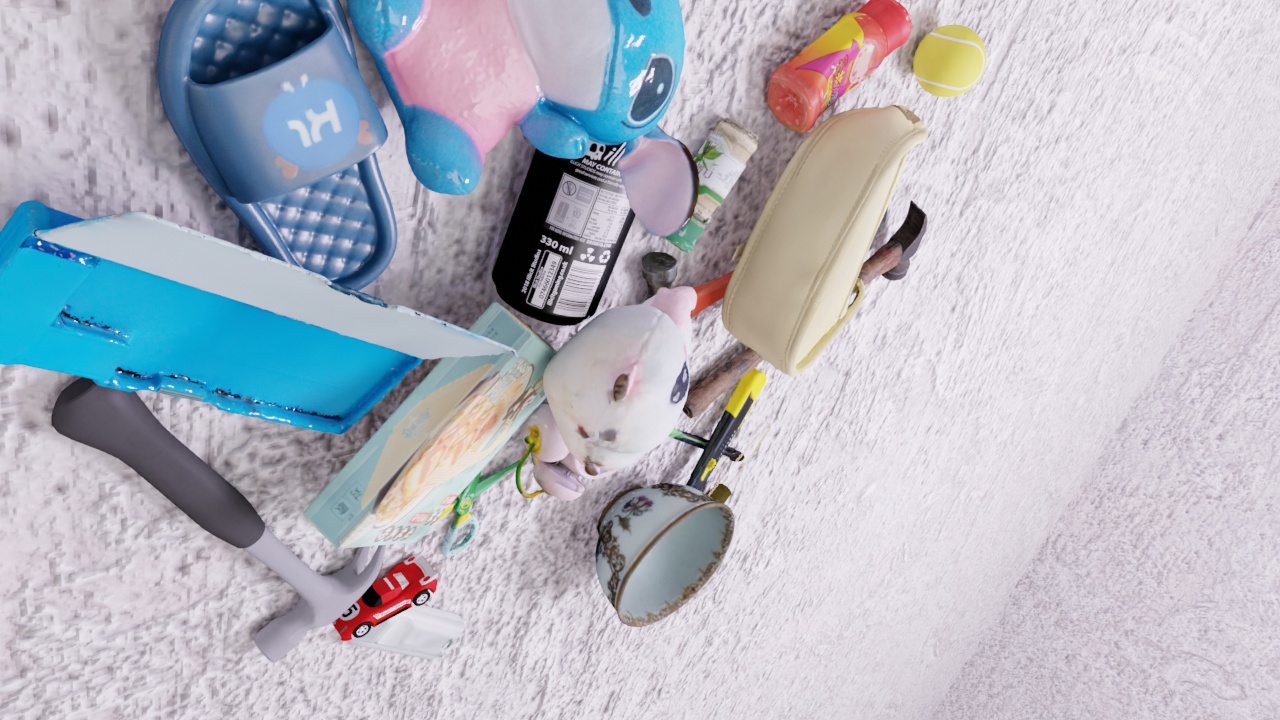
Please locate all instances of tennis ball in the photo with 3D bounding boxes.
[{"bbox_3d":[0.291,-0.281,0.862,0.065,0.065,0.065,-29,140,-28],"label":"tennis ball"}]

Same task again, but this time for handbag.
[{"bbox_3d":[0.168,-0.114,0.829,0.190,0.088,0.233,-29,143,-48],"label":"handbag"},{"bbox_3d":[0.095,0.134,1.032,0.083,0.027,0.178,-27,154,-53],"label":"handbag"}]

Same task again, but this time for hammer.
[{"bbox_3d":[0.130,-0.095,0.892,0.332,0.033,0.133,-28,138,-30],"label":"hammer"},{"bbox_3d":[0.173,-0.048,0.968,0.329,0.033,0.120,-36,156,-15],"label":"hammer"},{"bbox_3d":[-0.277,0.106,0.628,0.124,0.029,0.311,-38,143,-15],"label":"hammer"}]

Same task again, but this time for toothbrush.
[{"bbox_3d":[0.065,0.090,1.010,0.188,0.017,0.014,24,99,-51],"label":"toothbrush"}]

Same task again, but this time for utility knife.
[{"bbox_3d":[0.088,0.087,1.005,0.028,0.020,0.174,21,100,-50],"label":"utility knife"}]

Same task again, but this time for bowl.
[{"bbox_3d":[0.011,0.188,0.966,0.159,0.094,0.160,-29,140,-28],"label":"bowl"}]

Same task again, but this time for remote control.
[{"bbox_3d":[-0.211,0.247,0.837,0.050,0.022,0.133,-49,146,-1],"label":"remote control"}]

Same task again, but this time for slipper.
[{"bbox_3d":[-0.186,-0.112,0.499,0.103,0.059,0.214,-31,143,-23],"label":"slipper"}]

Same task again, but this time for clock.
[{"bbox_3d":[-0.051,0.058,0.797,0.157,0.059,0.117,-37,144,-26],"label":"clock"}]

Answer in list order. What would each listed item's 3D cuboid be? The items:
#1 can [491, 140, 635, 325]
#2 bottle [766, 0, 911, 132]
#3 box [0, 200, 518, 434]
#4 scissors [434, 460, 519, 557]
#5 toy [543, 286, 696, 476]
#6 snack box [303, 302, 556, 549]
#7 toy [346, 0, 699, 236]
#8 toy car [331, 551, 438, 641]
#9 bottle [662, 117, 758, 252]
[{"bbox_3d":[-0.046,-0.103,0.641,0.080,0.080,0.146,-2,124,-47],"label":"can"},{"bbox_3d":[0.168,-0.251,0.766,0.134,0.048,0.071,-42,161,-14],"label":"bottle"},{"bbox_3d":[-0.212,-0.027,0.510,0.176,0.059,0.243,-22,156,27],"label":"box"},{"bbox_3d":[-0.153,0.127,0.799,0.126,0.011,0.123,-32,143,-22],"label":"scissors"},{"bbox_3d":[-0.004,0.004,0.698,0.179,0.101,0.139,-51,167,-46],"label":"toy"},{"bbox_3d":[-0.141,0.053,0.677,0.193,0.044,0.141,-49,169,-2],"label":"snack box"},{"bbox_3d":[-0.056,-0.169,0.532,0.191,0.099,0.224,-22,107,-16],"label":"toy"},{"bbox_3d":[-0.217,0.198,0.771,0.089,0.038,0.025,-23,135,-33],"label":"toy car"},{"bbox_3d":[0.053,-0.143,0.749,0.110,0.043,0.042,-56,145,8],"label":"bottle"}]
